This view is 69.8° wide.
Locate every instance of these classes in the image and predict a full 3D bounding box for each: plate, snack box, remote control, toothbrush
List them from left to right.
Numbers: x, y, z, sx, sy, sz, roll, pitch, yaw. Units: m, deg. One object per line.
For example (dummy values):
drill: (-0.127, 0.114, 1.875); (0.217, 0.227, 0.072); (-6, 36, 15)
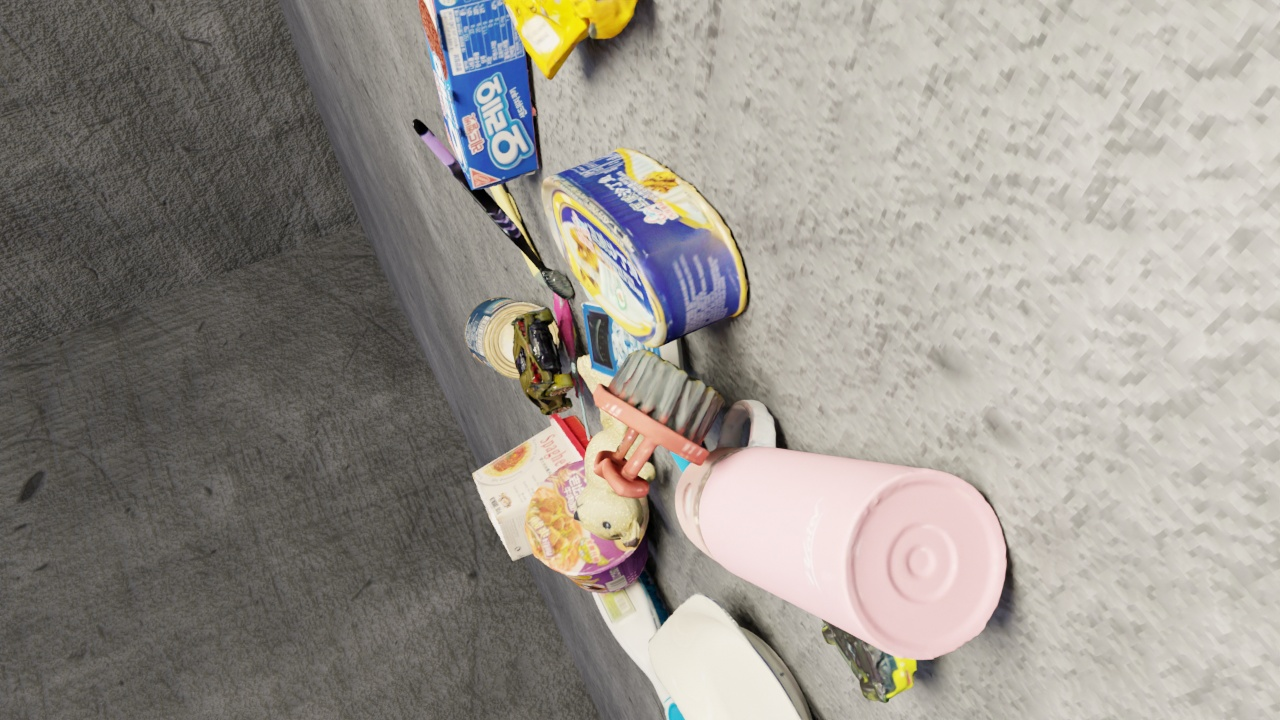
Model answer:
snack box: (-0.108, -0.205, 0.606); (0.208, 0.057, 0.058); (91, 154, -58)
toothbrush: (-0.111, -0.114, 0.717); (0.189, 0.014, 0.017); (49, 161, -28)
remote control: (-0.007, -0.011, 0.595); (0.125, 0.024, 0.049); (18, 117, 63)
plate: (0.076, 0.250, 0.664); (0.164, 0.034, 0.164); (57, 148, 21)

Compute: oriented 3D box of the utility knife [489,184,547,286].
utility knife: (-0.126, -0.146, 0.822); (0.183, 0.019, 0.031); (59, 161, 0)

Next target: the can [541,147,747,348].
can: (-0.003, -0.061, 0.481); (0.148, 0.049, 0.075); (47, 156, 50)

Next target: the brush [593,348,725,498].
brush: (0.003, 0.035, 0.467); (0.063, 0.069, 0.146); (30, 178, -2)

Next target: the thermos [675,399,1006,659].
thermos: (0.072, 0.063, 0.407); (0.199, 0.067, 0.087); (177, 101, -75)

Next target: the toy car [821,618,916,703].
toy car: (0.103, 0.120, 0.437); (0.105, 0.032, 0.048); (-139, 26, -81)

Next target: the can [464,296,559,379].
can: (-0.129, -0.023, 0.911); (0.075, 0.075, 0.111); (69, 164, -13)

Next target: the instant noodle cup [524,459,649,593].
instant noodle cup: (-0.041, 0.161, 0.852); (0.111, 0.111, 0.099); (57, 171, 31)

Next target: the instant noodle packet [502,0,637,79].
instant noodle packet: (-0.045, -0.196, 0.432); (0.111, 0.044, 0.128); (68, 167, -13)

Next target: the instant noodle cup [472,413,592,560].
instant noodle cup: (-0.099, 0.137, 0.957); (0.116, 0.124, 0.117); (48, 158, 48)

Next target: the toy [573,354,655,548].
toy: (-0.026, 0.069, 0.727); (0.105, 0.066, 0.157); (14, 111, 63)

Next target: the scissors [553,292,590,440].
scissors: (-0.058, 0.004, 0.792); (0.134, 0.017, 0.133); (123, 135, -83)

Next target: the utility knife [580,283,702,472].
utility knife: (-0.004, 0.004, 0.644); (0.182, 0.018, 0.034); (59, 164, 30)

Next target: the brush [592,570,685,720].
brush: (0.021, 0.297, 0.868); (0.314, 0.060, 0.109); (58, 179, 29)

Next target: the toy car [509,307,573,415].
toy car: (-0.084, 0.007, 0.780); (0.158, 0.042, 0.070); (96, 157, -75)
